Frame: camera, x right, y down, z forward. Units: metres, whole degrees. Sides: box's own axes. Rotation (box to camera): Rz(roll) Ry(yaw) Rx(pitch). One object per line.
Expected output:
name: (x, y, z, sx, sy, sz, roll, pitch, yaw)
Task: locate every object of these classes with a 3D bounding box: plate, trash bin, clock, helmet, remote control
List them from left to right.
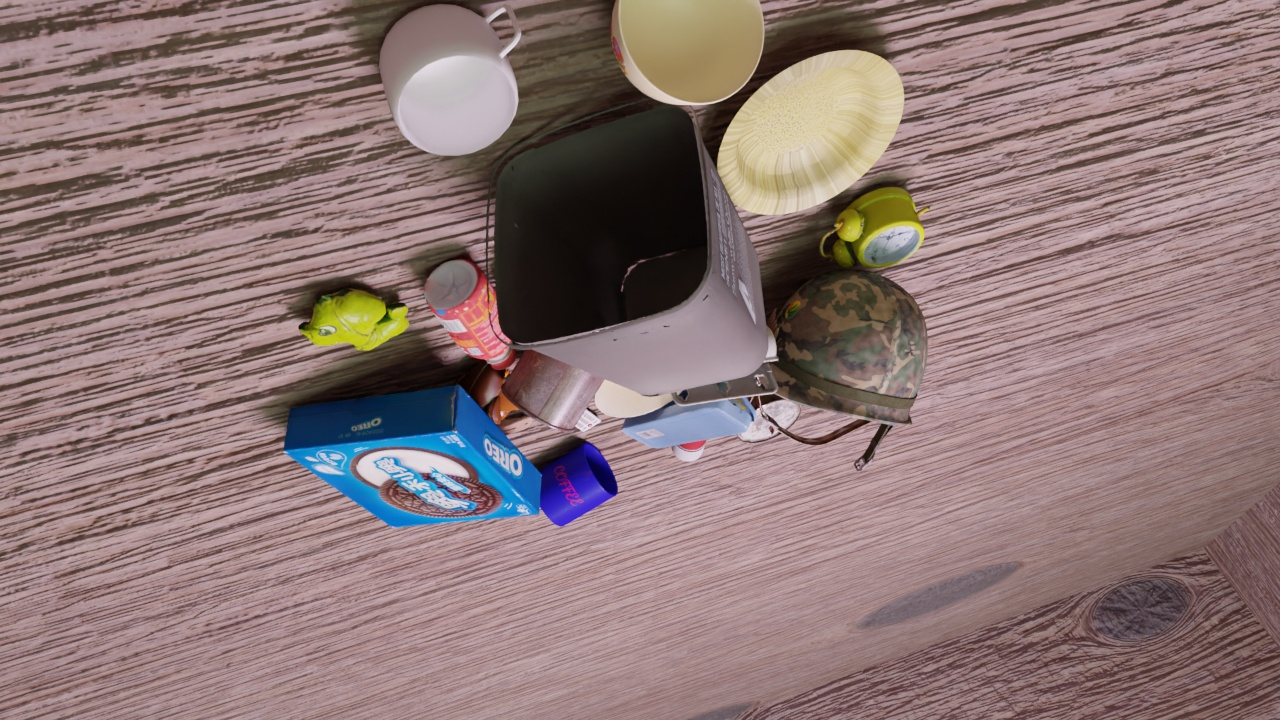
remote control: (-0.090, 0.055, 1.110, 0.028, 0.011, 0.124, -32, 145, 13)
trash bin: (0.005, -0.077, 0.817, 0.198, 0.197, 0.220, -13, 157, 22)
plate: (0.152, -0.218, 0.856, 0.184, 0.036, 0.185, -15, 145, -11)
helmet: (0.224, 0.011, 1.055, 0.192, 0.224, 0.236, 11, 100, -16)
clock: (0.251, -0.141, 1.001, 0.119, 0.057, 0.083, -13, 148, -1)

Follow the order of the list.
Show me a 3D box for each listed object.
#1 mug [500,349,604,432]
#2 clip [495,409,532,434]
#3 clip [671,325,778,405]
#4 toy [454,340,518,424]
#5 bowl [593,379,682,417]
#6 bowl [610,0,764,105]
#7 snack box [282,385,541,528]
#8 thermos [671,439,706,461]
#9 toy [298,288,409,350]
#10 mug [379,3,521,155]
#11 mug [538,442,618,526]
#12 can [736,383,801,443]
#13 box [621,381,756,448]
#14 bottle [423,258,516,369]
mug: (-0.076, 0.008, 0.973, 0.110, 0.096, 0.122, -52, 169, 10)
clip: (-0.157, 0.076, 1.084, 0.061, 0.049, 0.026, 17, 135, -7)
clip: (0.075, -0.028, 0.976, 0.125, 0.150, 0.089, -5, 153, -24)
toy: (-0.150, 0.021, 1.012, 0.103, 0.070, 0.090, -57, 152, 8)
bowl: (-0.006, 0.006, 1.046, 0.115, 0.062, 0.115, -15, 145, -11)
bowl: (0.025, -0.248, 0.701, 0.117, 0.118, 0.074, -7, -175, -22)
snack box: (-0.241, 0.113, 1.011, 0.196, 0.056, 0.239, -8, 149, 14)
thermos: (0.077, 0.050, 1.144, 0.073, 0.073, 0.240, -11, 145, -17)
toy: (-0.267, -0.036, 0.866, 0.094, 0.036, 0.094, -27, 149, -4)
mug: (-0.133, -0.212, 0.672, 0.116, 0.068, 0.094, -36, 144, 19)
mug: (-0.082, 0.161, 1.212, 0.084, 0.079, 0.111, -32, 173, 13)
can: (0.152, 0.051, 1.187, 0.089, 0.074, 0.090, -16, 144, -12)
box: (0.058, 0.064, 1.097, 0.067, 0.052, 0.210, 33, 154, -22)
bottle: (-0.159, -0.037, 0.903, 0.062, 0.062, 0.138, -23, 147, 0)
